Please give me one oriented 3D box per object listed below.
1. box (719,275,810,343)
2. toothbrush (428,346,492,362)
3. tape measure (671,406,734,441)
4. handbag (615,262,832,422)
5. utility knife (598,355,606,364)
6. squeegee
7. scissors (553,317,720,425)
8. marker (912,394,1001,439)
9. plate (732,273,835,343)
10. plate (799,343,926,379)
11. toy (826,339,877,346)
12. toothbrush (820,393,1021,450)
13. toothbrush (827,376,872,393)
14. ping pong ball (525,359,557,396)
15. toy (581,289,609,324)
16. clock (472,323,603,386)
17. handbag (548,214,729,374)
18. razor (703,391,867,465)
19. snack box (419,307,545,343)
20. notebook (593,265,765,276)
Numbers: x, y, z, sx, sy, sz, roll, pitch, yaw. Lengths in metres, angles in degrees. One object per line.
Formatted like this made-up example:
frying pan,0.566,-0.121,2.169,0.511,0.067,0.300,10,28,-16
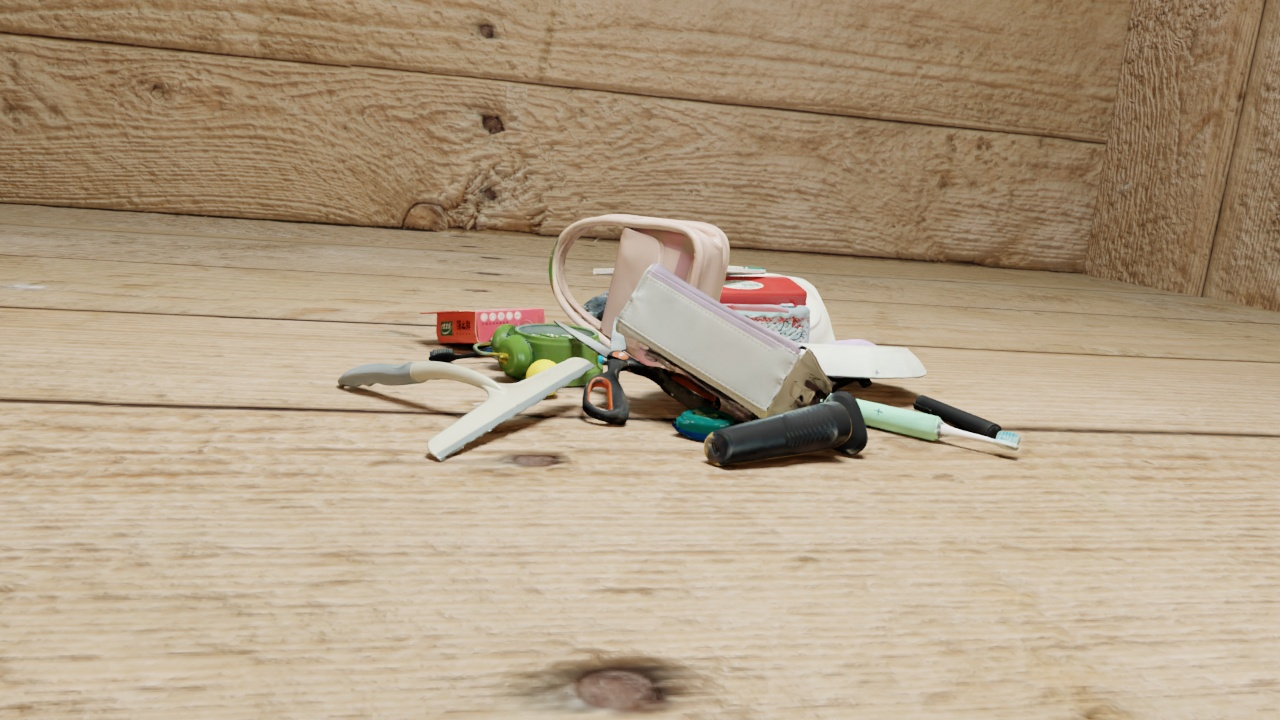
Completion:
box,0.135,-0.057,1.288,0.201,0.100,0.112,-1,24,-20
toothbrush,-0.168,-0.014,1.143,0.189,0.014,0.016,-7,36,-17
tape measure,0.065,0.061,0.900,0.055,0.025,0.058,10,14,30
handbag,0.089,-0.007,0.953,0.197,0.098,0.144,34,9,30
utility knife,-0.083,-0.005,1.183,0.209,0.018,0.034,4,11,-11
squeegee,-0.214,0.018,0.914,0.247,0.039,0.245,5,21,29
scissors,-0.015,0.009,0.995,0.221,0.022,0.230,22,29,12
marker,0.350,0.062,1.021,0.022,0.020,0.132,-16,17,-15
plate,0.213,-0.078,1.375,0.163,0.034,0.164,1,52,-18
plate,0.224,-0.003,1.162,0.266,0.034,0.161,3,4,30
toy,0.285,-0.009,1.295,0.107,0.039,0.084,-7,1,-27
toothbrush,0.281,0.065,0.962,0.225,0.027,0.026,13,-23,34
toothbrush,0.223,0.032,1.106,0.212,0.026,0.027,-7,51,-48
ping pong ball,-0.104,0.019,0.996,0.040,0.040,0.040,4,12,-1
toy,0.026,-0.079,1.377,0.355,0.091,0.138,-4,6,-44
clock,-0.117,-0.009,1.090,0.161,0.056,0.116,1,11,-17
handbag,-0.014,-0.099,1.171,0.234,0.193,0.093,22,17,24
razor,0.134,0.070,0.847,0.167,0.062,0.068,-8,-14,-28
snack box,-0.209,-0.045,1.213,0.126,0.044,0.113,-5,4,-38
notebook,0.055,-0.129,1.342,0.150,0.012,0.210,-2,3,-45
